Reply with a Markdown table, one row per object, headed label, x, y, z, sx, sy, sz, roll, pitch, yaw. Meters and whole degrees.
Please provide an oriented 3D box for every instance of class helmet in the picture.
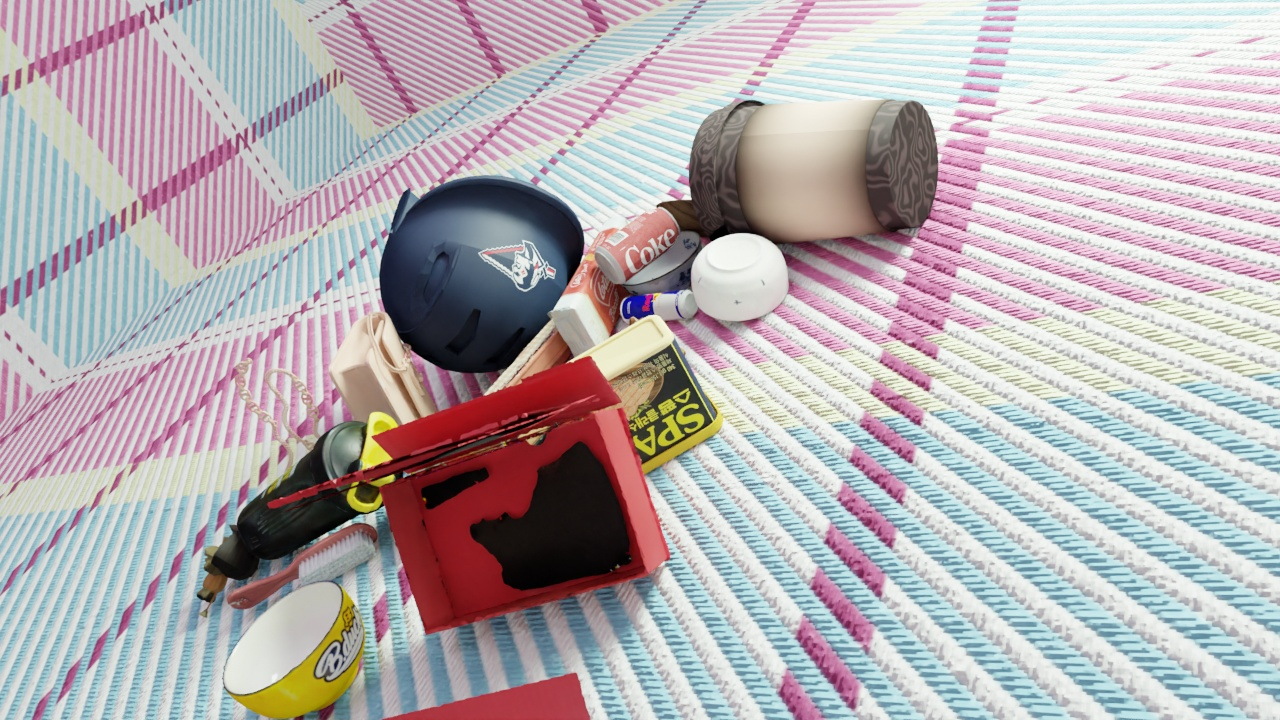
| label | x | y | z | sx | sy | sz | roll | pitch | yaw |
| --- | --- | --- | --- | --- | --- | --- | --- | --- | --- |
| helmet | -0.190 | -0.104 | 1.111 | 0.273 | 0.232 | 0.222 | -48 | 38 | 27 |

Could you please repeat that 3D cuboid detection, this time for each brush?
| label | x | y | z | sx | sy | sz | roll | pitch | yaw |
| --- | --- | --- | --- | --- | --- | --- | --- | --- | --- |
| brush | -0.345 | 0.219 | 0.934 | 0.172 | 0.041 | 0.030 | -28 | 44 | 4 |

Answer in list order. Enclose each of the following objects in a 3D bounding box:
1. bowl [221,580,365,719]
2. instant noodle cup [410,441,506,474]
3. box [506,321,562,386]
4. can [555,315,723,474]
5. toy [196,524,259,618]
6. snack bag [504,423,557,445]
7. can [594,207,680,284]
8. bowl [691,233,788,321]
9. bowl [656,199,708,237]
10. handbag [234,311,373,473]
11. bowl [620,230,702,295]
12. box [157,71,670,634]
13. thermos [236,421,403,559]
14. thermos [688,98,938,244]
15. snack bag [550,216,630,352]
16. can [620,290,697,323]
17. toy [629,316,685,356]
| label | x | y | z | sx | sy | sz | roll | pitch | yaw |
| --- | --- | --- | --- | --- | --- | --- | --- | --- | --- |
| bowl | -0.282 | 0.253 | 0.776 | 0.117 | 0.068 | 0.117 | -24 | 27 | 13 |
| instant noodle cup | -0.198 | 0.099 | 0.942 | 0.102 | 0.102 | 0.108 | -40 | 20 | -19 |
| box | -0.136 | 0.023 | 1.043 | 0.186 | 0.054 | 0.079 | -53 | 1 | -40 |
| can | -0.010 | 0.039 | 0.834 | 0.135 | 0.104 | 0.075 | -30 | 27 | 0 |
| toy | -0.456 | 0.231 | 1.005 | 0.076 | 0.062 | 0.100 | 103 | -168 | -68 |
| snack bag | -0.098 | 0.051 | 0.994 | 0.075 | 0.018 | 0.154 | -2 | 38 | 46 |
| can | -0.003 | -0.136 | 1.080 | 0.096 | 0.054 | 0.054 | -38 | 28 | -16 |
| bowl | 0.104 | -0.095 | 0.975 | 0.105 | 0.054 | 0.104 | -7 | 45 | 7 |
| bowl | 0.078 | -0.175 | 1.152 | 0.119 | 0.032 | 0.119 | 4 | -1 | 0 |
| handbag | -0.346 | 0.037 | 1.060 | 0.187 | 0.199 | 0.116 | -15 | 33 | 7 |
| bowl | 0.030 | -0.107 | 1.110 | 0.114 | 0.045 | 0.114 | -23 | 28 | 13 |
| box | -0.149 | 0.015 | 0.687 | 0.212 | 0.410 | 0.107 | -19 | 20 | 19 |
| thermos | -0.335 | 0.140 | 0.960 | 0.221 | 0.098 | 0.097 | -31 | 23 | 31 |
| thermos | 0.191 | -0.205 | 1.002 | 0.227 | 0.173 | 0.172 | 5 | 42 | 39 |
| snack bag | -0.047 | -0.092 | 1.125 | 0.041 | 0.077 | 0.224 | -15 | 30 | 25 |
| can | 0.021 | -0.061 | 1.054 | 0.095 | 0.032 | 0.032 | -3 | 37 | 42 |
| toy | -0.006 | 0.005 | 0.968 | 0.103 | 0.070 | 0.090 | -63 | 22 | -12 |
